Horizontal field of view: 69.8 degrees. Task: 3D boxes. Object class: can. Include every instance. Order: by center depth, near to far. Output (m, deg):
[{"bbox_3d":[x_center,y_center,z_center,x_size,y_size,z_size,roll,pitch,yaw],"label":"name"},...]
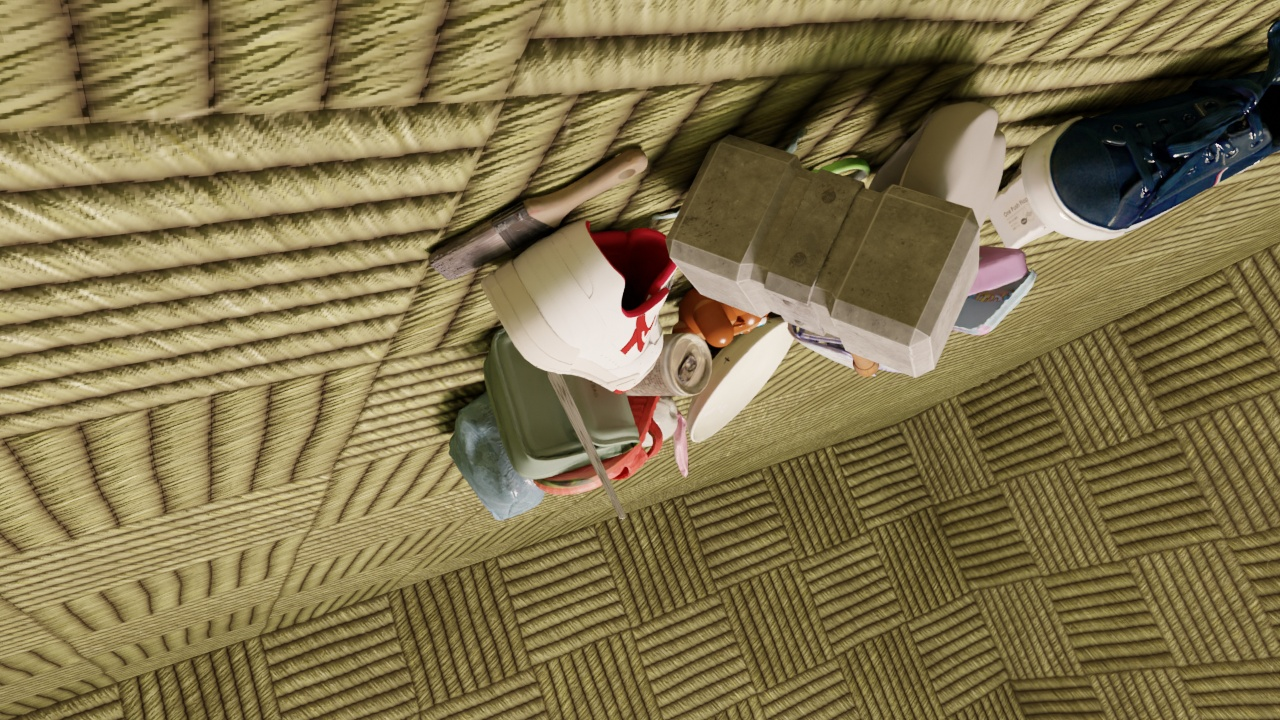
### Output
[{"bbox_3d":[-0.005,0.005,0.814,0.136,0.054,0.054,-3,-177,44],"label":"can"}]

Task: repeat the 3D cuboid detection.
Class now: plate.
[{"bbox_3d":[0.110,0.015,1.066,0.182,0.034,0.183,-43,161,-19],"label":"plate"}]

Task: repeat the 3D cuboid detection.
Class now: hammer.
[{"bbox_3d":[0.146,-0.033,0.654,0.083,0.163,0.317,-64,156,-5],"label":"hammer"}]

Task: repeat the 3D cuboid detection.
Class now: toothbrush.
[{"bbox_3d":[-0.051,0.031,0.659,0.010,0.181,0.010,-23,165,-16],"label":"toothbrush"}]

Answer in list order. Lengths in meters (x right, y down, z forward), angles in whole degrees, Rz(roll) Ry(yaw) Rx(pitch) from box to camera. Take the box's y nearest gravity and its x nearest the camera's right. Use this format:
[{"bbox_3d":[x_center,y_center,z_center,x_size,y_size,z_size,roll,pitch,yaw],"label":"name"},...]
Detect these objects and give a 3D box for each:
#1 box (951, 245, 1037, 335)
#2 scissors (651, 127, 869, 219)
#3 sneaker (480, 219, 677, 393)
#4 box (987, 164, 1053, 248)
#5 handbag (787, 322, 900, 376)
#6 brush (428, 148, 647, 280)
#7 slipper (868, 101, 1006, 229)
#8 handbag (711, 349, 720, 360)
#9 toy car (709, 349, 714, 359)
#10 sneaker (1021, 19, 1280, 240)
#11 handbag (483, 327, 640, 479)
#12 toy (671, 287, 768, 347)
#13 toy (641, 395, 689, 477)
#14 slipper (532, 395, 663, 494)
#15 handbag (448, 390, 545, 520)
[{"bbox_3d":[0.280,-0.076,0.856,0.078,0.065,0.214,-33,-168,-3],"label":"box"},{"bbox_3d":[0.087,-0.115,0.654,0.171,0.021,0.173,-12,167,-16],"label":"scissors"},{"bbox_3d":[-0.012,-0.045,0.655,0.104,0.090,0.236,-36,163,13],"label":"sneaker"},{"bbox_3d":[0.377,-0.170,0.839,0.102,0.091,0.107,-26,173,-11],"label":"box"},{"bbox_3d":[0.245,-0.024,1.051,0.127,0.069,0.158,4,174,24],"label":"handbag"},{"bbox_3d":[-0.062,-0.085,0.545,0.151,0.012,0.039,-25,166,17],"label":"brush"},{"bbox_3d":[0.201,-0.127,0.656,0.265,0.081,0.113,-4,116,-66],"label":"slipper"},{"bbox_3d":[0.038,0.013,1.080,0.119,0.029,0.055,-8,161,-27],"label":"handbag"},{"bbox_3d":[0.032,0.009,1.028,0.105,0.032,0.048,-23,169,-15],"label":"toy car"},{"bbox_3d":[0.442,-0.183,0.732,0.294,0.120,0.127,-20,180,-18],"label":"sneaker"},{"bbox_3d":[-0.066,0.025,0.753,0.106,0.121,0.067,-13,164,-18],"label":"handbag"},{"bbox_3d":[0.085,-0.042,0.843,0.127,0.065,0.095,-16,176,-43],"label":"toy"},{"bbox_3d":[-0.020,0.064,1.088,0.205,0.131,0.106,3,133,-36],"label":"toy"},{"bbox_3d":[-0.031,0.069,0.873,0.104,0.059,0.248,3,-157,16],"label":"slipper"},{"bbox_3d":[-0.131,0.089,0.944,0.118,0.122,0.192,-34,171,-22],"label":"handbag"}]
